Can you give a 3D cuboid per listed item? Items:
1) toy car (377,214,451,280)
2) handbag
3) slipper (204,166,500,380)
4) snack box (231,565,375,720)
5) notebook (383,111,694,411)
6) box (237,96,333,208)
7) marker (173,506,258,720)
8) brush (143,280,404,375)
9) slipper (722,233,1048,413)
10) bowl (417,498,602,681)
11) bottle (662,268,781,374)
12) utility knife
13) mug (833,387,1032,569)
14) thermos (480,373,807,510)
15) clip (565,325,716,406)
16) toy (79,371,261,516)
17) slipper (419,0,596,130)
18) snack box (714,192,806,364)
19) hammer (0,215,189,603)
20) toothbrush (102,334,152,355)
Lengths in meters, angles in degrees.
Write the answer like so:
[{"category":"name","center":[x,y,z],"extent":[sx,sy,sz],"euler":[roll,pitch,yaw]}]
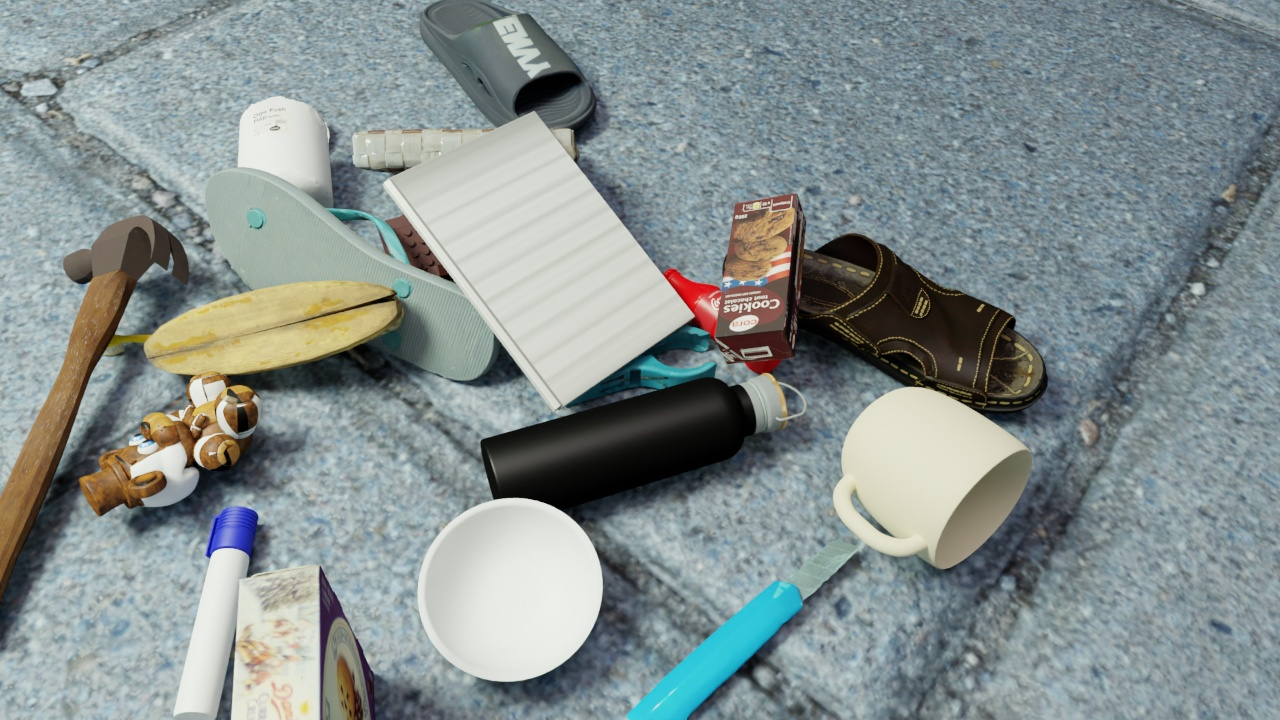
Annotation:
[{"category":"toy car","center":[-0.122,-0.108,0.749],"extent":[0.169,0.062,0.070],"euler":[-18,91,-17]},{"category":"handbag","center":[-0.145,-0.176,0.798],"extent":[0.186,0.047,0.124],"euler":[-1,9,-4]},{"category":"slipper","center":[-0.222,-0.064,0.719],"extent":[0.269,0.098,0.054],"euler":[30,24,9]},{"category":"snack box","center":[-0.164,0.201,0.456],"extent":[0.040,0.144,0.147],"euler":[-8,52,-10]},{"category":"notebook","center":[-0.073,-0.081,0.692],"extent":[0.142,0.009,0.209],"euler":[-35,84,-30]},{"category":"box","center":[-0.315,-0.187,0.810],"extent":[0.083,0.092,0.165],"euler":[-10,60,-6]},{"category":"marker","center":[-0.262,0.154,0.567],"extent":[0.027,0.023,0.133],"euler":[-15,50,12]},{"category":"brush","center":[-0.267,-0.023,0.674],"extent":[0.195,0.043,0.059],"euler":[-11,93,6]},{"category":"slipper","center":[0.190,-0.044,0.720],"extent":[0.268,0.076,0.112],"euler":[26,55,17]},{"category":"bowl","center":[-0.079,0.145,0.570],"extent":[0.110,0.041,0.109],"euler":[2,63,-4]},{"category":"bottle","center":[0.063,-0.036,0.732],"extent":[0.036,0.036,0.119],"euler":[-35,60,-27]},{"category":"utility knife","center":[0.065,0.174,0.574],"extent":[0.205,0.015,0.031],"euler":[-35,61,-23]},{"category":"mug","center":[0.179,0.076,0.610],"extent":[0.120,0.096,0.100],"euler":[-32,48,-20]},{"category":"thermos","center":[0.009,0.053,0.640],"extent":[0.231,0.061,0.061],"euler":[-15,53,-15]},{"category":"clip","center":[-0.004,-0.011,0.717],"extent":[0.127,0.028,0.113],"euler":[4,53,1]},{"category":"toy","center":[-0.314,0.060,0.616],"extent":[0.087,0.067,0.112],"euler":[16,34,41]},{"category":"slipper","center":[-0.137,-0.319,0.925],"extent":[0.110,0.083,0.268],"euler":[-27,56,-25]},{"category":"snack box","center":[0.093,-0.064,0.698],"extent":[0.051,0.032,0.140],"euler":[-6,50,23]},{"category":"hammer","center":[-0.397,0.031,0.632],"extent":[0.115,0.033,0.322],"euler":[-12,55,21]},{"category":"toothbrush","center":[-0.351,-0.017,0.709],"extent":[0.135,0.016,0.021],"euler":[-6,49,-11]}]
